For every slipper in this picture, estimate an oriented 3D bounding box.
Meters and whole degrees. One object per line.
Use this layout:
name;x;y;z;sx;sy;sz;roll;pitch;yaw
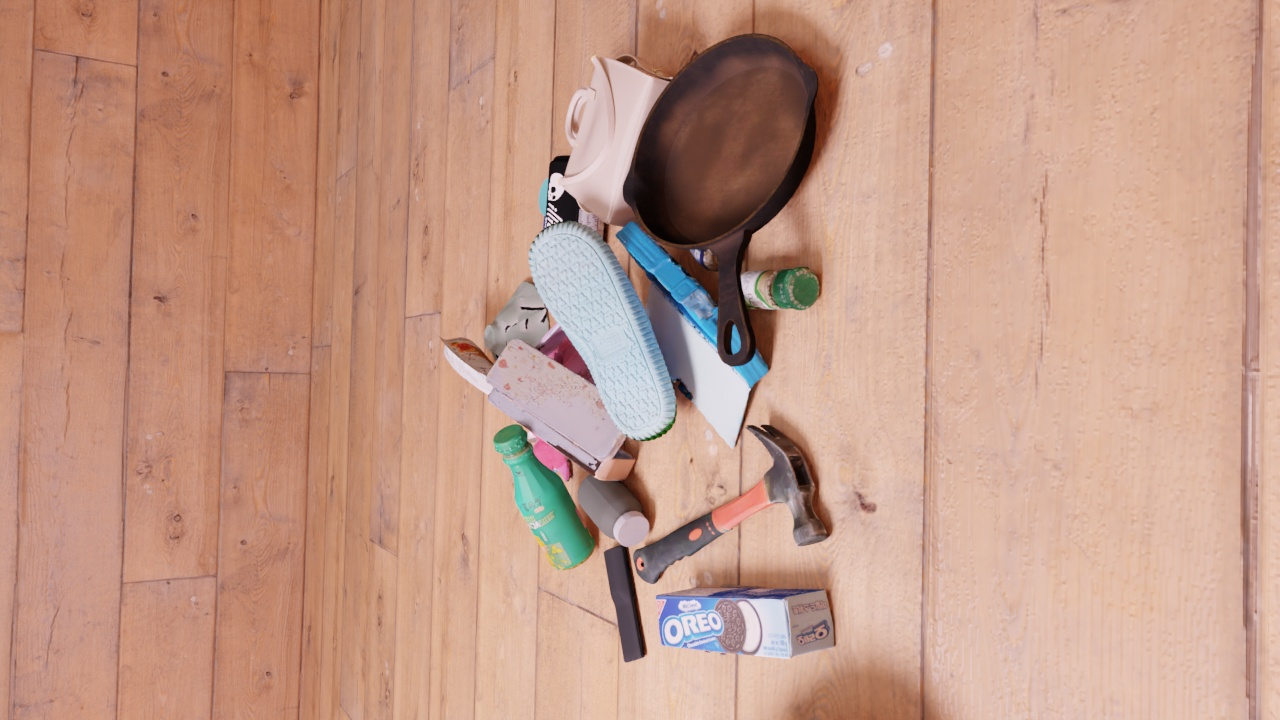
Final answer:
slipper;-0.033;-0.038;1.059;0.116;0.069;0.276;-29;85;32

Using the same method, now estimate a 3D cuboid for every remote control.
remote control;-0.023;0.308;1.161;0.046;0.021;0.140;-42;55;52

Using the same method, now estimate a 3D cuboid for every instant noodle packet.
instant noodle packet;-0.233;0.028;1.442;0.057;0.147;0.269;-52;32;-7

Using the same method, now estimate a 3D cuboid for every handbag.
handbag;-0.037;-0.276;1.123;0.198;0.101;0.195;39;119;44

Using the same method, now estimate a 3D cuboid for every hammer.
hammer;0.076;0.179;0.995;0.334;0.033;0.133;-45;53;50

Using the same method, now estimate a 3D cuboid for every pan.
pan;0.089;-0.156;0.907;0.249;0.043;0.355;-23;60;38

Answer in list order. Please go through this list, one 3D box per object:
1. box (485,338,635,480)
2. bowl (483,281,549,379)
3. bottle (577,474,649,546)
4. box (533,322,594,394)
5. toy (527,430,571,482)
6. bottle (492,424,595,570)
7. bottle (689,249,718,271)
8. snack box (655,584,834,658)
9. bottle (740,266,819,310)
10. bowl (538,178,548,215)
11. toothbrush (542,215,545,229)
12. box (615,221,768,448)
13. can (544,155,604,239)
box;-0.098;0.072;1.182;0.216;0.108;0.094;31;73;29
bowl;-0.209;-0.037;1.451;0.174;0.067;0.174;2;92;60
bottle;-0.033;0.186;1.147;0.108;0.060;0.060;39;121;53
box;-0.103;-0.018;1.232;0.233;0.098;0.099;-42;46;51
toy;-0.128;0.124;1.325;0.066;0.050;0.102;-2;116;40
bottle;-0.129;0.178;1.203;0.068;0.068;0.210;24;143;57
bottle;0.061;-0.165;1.014;0.056;0.056;0.160;-63;39;36
snack box;0.098;0.261;0.927;0.227;0.059;0.059;-20;75;57
bottle;0.128;-0.071;0.911;0.110;0.042;0.042;6;93;60
bowl;-0.114;-0.233;1.322;0.121;0.046;0.121;-6;83;59
toothbrush;-0.138;-0.168;1.386;0.021;0.016;0.132;-26;67;54
box;0.059;-0.038;1.023;0.243;0.063;0.174;51;160;48
can;-0.088;-0.199;1.242;0.080;0.080;0.146;12;99;59
